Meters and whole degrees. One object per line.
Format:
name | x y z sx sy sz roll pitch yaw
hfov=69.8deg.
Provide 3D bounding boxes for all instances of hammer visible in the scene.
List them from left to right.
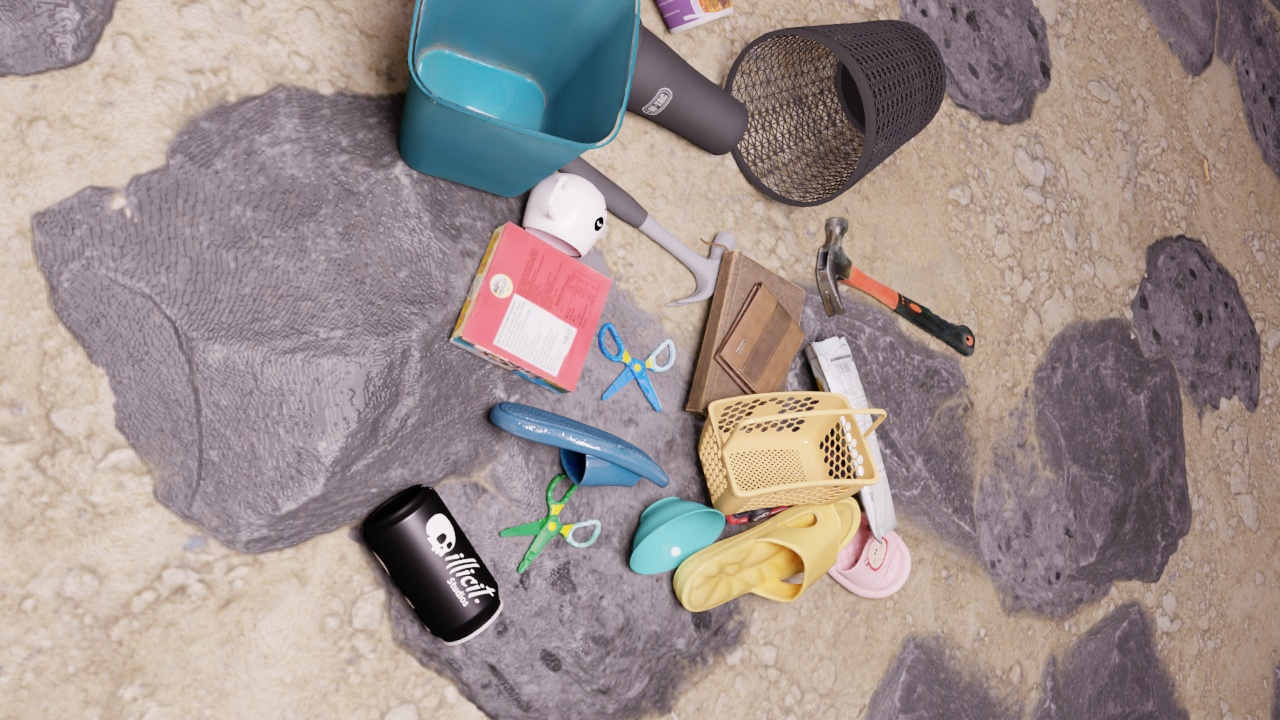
hammer | -0.016 -0.178 1.096 0.310 0.030 0.124 35 67 -24
hammer | 0.383 -0.082 1.345 0.332 0.033 0.133 23 71 -30

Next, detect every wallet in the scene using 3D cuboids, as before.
wallet | 0.148 -0.020 1.126 0.098 0.027 0.120 46 63 -29

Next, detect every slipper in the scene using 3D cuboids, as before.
slipper | -0.068 0.099 0.999 0.213 0.104 0.059 23 94 -21
slipper | 0.168 0.246 1.107 0.263 0.078 0.100 -16 126 -21
slipper | 0.283 0.246 1.228 0.221 0.056 0.106 34 69 -24

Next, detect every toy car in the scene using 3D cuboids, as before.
toy car | 0.176 0.149 1.158 0.189 0.056 0.081 -13 62 -27

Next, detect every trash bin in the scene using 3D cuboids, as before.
trash bin | -0.137 -0.276 0.900 0.199 0.219 0.196 14 76 -21
trash bin | 0.268 -0.342 1.202 0.242 0.217 0.217 -30 101 -38

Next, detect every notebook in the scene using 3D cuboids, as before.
notebook | 0.121 -0.024 1.143 0.190 0.035 0.215 26 74 -39

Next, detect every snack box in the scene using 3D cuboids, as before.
snack box | -0.117 -0.056 1.009 0.145 0.040 0.142 28 70 -27

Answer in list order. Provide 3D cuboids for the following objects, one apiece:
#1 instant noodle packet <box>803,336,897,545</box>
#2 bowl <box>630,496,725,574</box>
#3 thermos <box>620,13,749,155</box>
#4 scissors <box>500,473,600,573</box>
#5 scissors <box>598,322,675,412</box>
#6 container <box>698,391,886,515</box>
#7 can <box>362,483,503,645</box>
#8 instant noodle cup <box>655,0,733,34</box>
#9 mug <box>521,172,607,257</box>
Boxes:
instant noodle packet | 0.282 0.102 1.214 0.146 0.057 0.269 -5 78 -63
bowl | 0.033 0.193 1.061 0.121 0.121 0.046 -4 47 -33
thermos | 0.030 -0.326 1.105 0.218 0.106 0.105 22 73 -35
scissors | -0.094 0.189 1.015 0.117 0.012 0.129 44 63 -21
scissors | -0.005 0.006 1.094 0.129 0.013 0.125 -33 102 -29
container | 0.171 0.096 1.055 0.183 0.167 0.129 -3 59 -18
can | -0.202 0.200 0.901 0.080 0.080 0.146 -38 105 -30
instant noodle cup | 0.063 -0.478 1.129 0.121 0.137 0.122 -36 114 -40
mug | -0.082 -0.167 0.998 0.090 0.124 0.076 23 82 7
